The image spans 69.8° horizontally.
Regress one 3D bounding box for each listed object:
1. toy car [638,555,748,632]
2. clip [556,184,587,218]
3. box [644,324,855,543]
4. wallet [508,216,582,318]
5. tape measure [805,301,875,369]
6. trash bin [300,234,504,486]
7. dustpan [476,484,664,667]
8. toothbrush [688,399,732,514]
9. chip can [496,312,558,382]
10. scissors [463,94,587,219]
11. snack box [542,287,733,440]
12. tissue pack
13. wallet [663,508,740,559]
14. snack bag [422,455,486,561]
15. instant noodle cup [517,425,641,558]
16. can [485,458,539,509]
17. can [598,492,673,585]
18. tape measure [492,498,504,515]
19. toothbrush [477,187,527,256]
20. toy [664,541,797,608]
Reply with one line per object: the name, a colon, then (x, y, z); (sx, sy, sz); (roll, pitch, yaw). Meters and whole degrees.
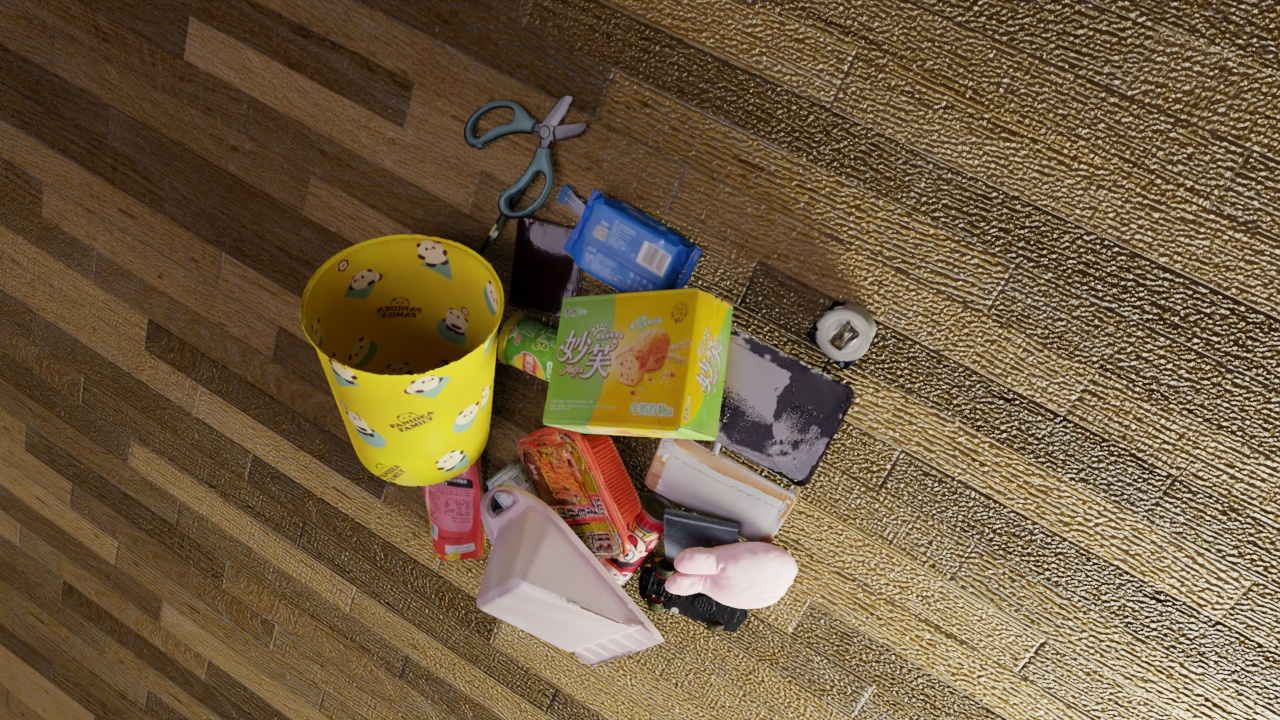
toy car: (0.071, 0.314, 1.230); (0.156, 0.041, 0.071); (19, 114, 8)
clip: (-0.077, -0.194, 1.133); (0.057, 0.029, 0.025); (40, 117, 18)
box: (0.120, 0.098, 1.085); (0.179, 0.124, 0.275); (28, 118, 8)
wallet: (-0.120, -0.118, 1.177); (0.096, 0.020, 0.122); (15, 112, 13)
tape measure: (0.232, -0.032, 1.043); (0.066, 0.033, 0.066); (42, 119, 4)
trash bin: (-0.285, 0.013, 1.150); (0.230, 0.228, 0.256); (25, 140, 14)
dustpan: (-0.106, 0.288, 1.245); (0.273, 0.138, 0.223); (30, 144, -18)
toothbrush: (0.090, 0.133, 1.172); (0.021, 0.029, 0.189); (43, 126, 49)
chip can: (-0.073, 0.011, 1.171); (0.221, 0.072, 0.073); (23, 115, 15)
scissors: (-0.152, -0.272, 1.131); (0.179, 0.019, 0.173); (40, 111, 14)
snack box: (-0.006, 0.006, 1.039); (0.210, 0.070, 0.157); (0, 77, 40)
tissue pack: (-0.010, -0.131, 1.103); (0.157, 0.052, 0.095); (31, 116, 8)
wallet: (0.078, 0.233, 1.176); (0.097, 0.019, 0.121); (11, 143, 11)
snack bag: (-0.274, 0.183, 1.328); (0.129, 0.073, 0.208); (6, 106, 34)
instant noodle cup: (-0.075, 0.164, 1.197); (0.165, 0.078, 0.189); (-20, 97, 55)
can: (-0.151, 0.211, 1.282); (0.058, 0.058, 0.146); (-39, 90, 29)
can: (-0.008, 0.242, 1.233); (0.053, 0.053, 0.133); (37, 118, 8)
tape measure: (-0.191, 0.227, 1.325); (0.054, 0.025, 0.058); (26, 120, 12)
toothbrush: (-0.182, -0.175, 1.188); (0.012, 0.017, 0.186); (42, 117, 8)
toy: (0.113, 0.266, 1.144); (0.159, 0.054, 0.122); (9, 131, -12)
